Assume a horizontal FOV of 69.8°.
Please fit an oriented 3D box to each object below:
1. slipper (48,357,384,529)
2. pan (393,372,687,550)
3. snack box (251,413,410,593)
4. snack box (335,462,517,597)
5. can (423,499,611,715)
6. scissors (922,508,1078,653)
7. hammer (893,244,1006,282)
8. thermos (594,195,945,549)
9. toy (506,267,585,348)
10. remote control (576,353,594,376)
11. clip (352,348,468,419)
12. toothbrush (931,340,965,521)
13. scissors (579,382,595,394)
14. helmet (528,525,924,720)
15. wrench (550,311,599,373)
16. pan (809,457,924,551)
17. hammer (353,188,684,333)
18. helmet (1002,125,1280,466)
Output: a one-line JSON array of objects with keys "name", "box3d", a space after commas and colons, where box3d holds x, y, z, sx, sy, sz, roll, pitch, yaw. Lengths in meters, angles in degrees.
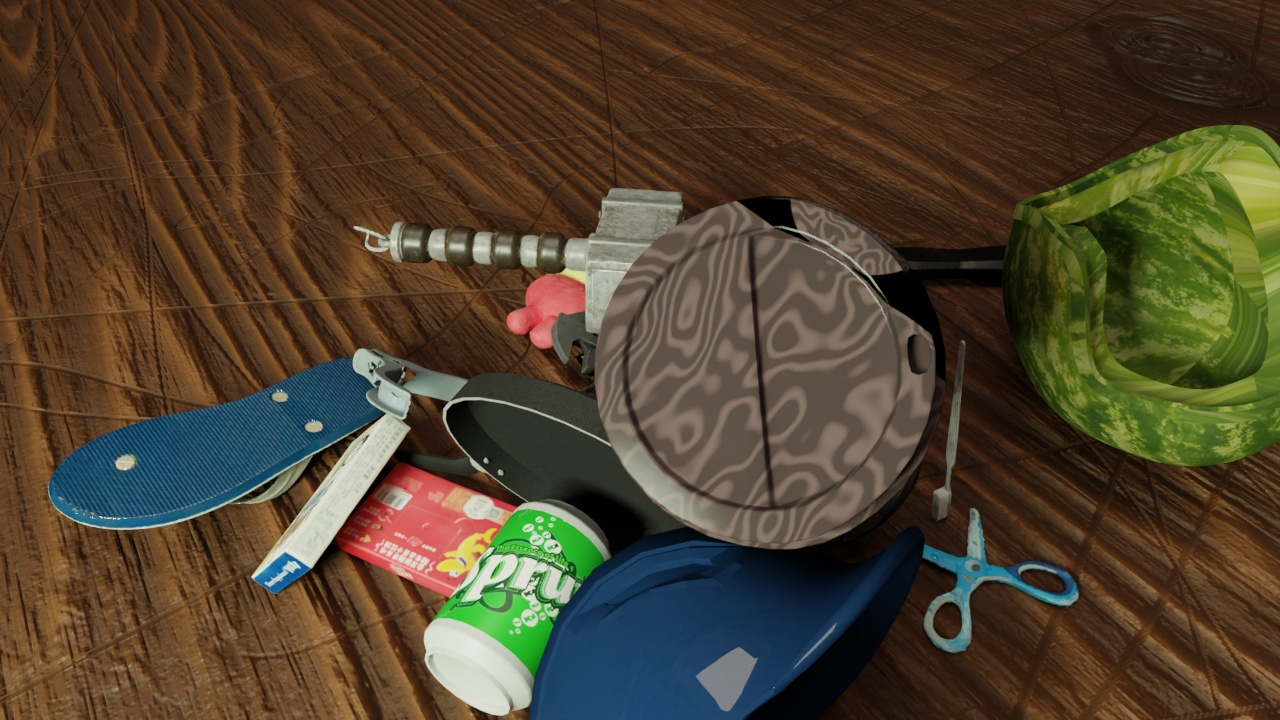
[{"name": "slipper", "box3d": [-0.347, 0.080, 0.807, 0.118, 0.060, 0.294, 35, 42, 28]}, {"name": "pan", "box3d": [-0.083, 0.080, 0.701, 0.357, 0.225, 0.034, 2, 54, 44]}, {"name": "snack box", "box3d": [-0.250, 0.113, 0.747, 0.026, 0.082, 0.149, 42, 45, -16]}, {"name": "snack box", "box3d": [-0.170, 0.139, 0.753, 0.133, 0.021, 0.089, 17, 47, 21]}, {"name": "can", "box3d": [-0.085, 0.174, 0.661, 0.088, 0.088, 0.139, 17, 47, 21]}, {"name": "scissors", "box3d": [0.263, 0.168, 0.699, 0.140, 0.011, 0.133, 9, 43, 14]}, {"name": "hammer", "box3d": [0.228, -0.102, 0.971, 0.328, 0.039, 0.130, 1, 44, 4]}, {"name": "thermos", "box3d": [0.084, 0.011, 0.536, 0.173, 0.226, 0.172, -1, 86, 16]}, {"name": "toy", "box3d": [-0.078, -0.057, 0.937, 0.092, 0.045, 0.134, 30, 46, 26]}, {"name": "remote control", "box3d": [0.005, -0.019, 0.917, 0.140, 0.009, 0.030, -22, 46, -18]}, {"name": "clip", "box3d": [-0.191, 0.029, 0.810, 0.164, 0.032, 0.165, 17, 5, -8]}, {"name": "toothbrush", "box3d": [0.232, 0.058, 0.692, 0.010, 0.182, 0.010, -21, 40, -13]}, {"name": "scissors", "box3d": [-0.005, 0.005, 0.814, 0.226, 0.016, 0.229, -28, -1, 27]}, {"name": "helmet", "box3d": [0.059, 0.190, 0.517, 0.272, 0.232, 0.223, -42, 63, -5]}, {"name": "wrench", "box3d": [-0.014, -0.070, 0.940, 0.073, 0.018, 0.272, 40, 41, -4]}, {"name": "pan", "box3d": [0.039, 0.071, 0.720, 0.358, 0.208, 0.040, -11, 13, 22]}, {"name": "hammer", "box3d": [-0.118, -0.105, 0.879, 0.326, 0.080, 0.176, 5, 33, 4]}, {"name": "helmet", "box3d": [0.416, -0.040, 0.743, 0.213, 0.247, 0.243, -24, 3, 4]}]
